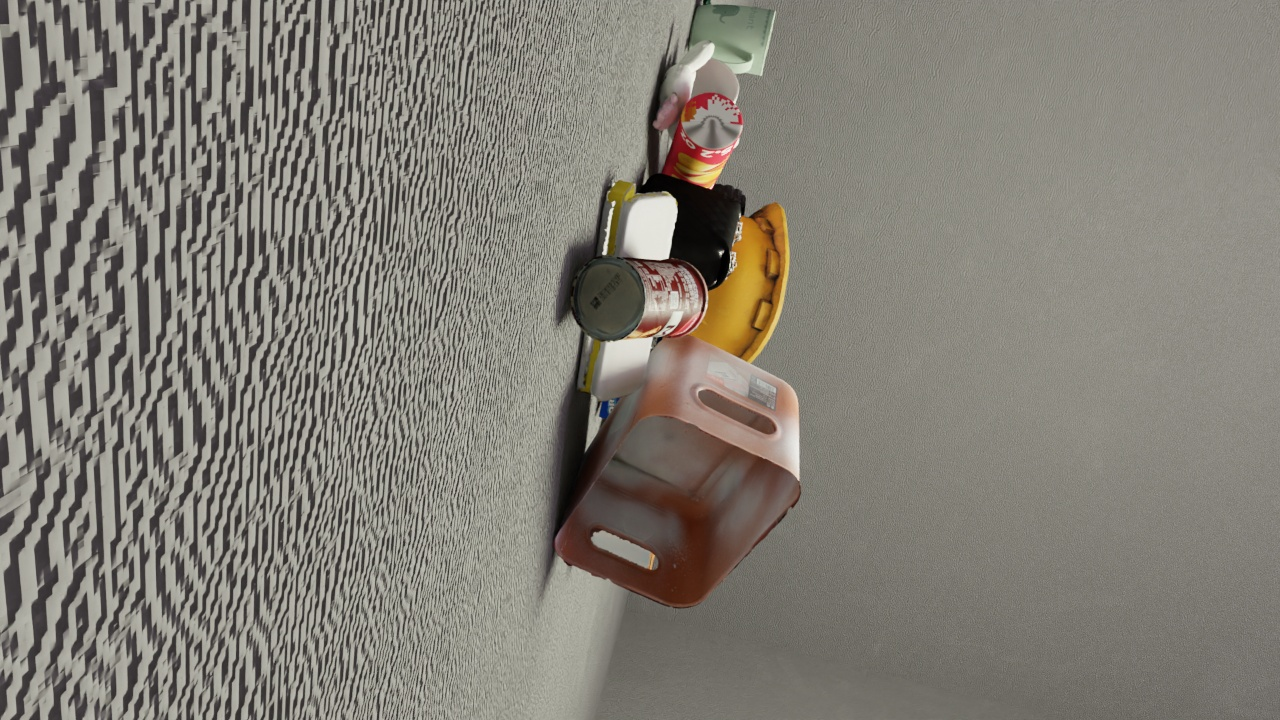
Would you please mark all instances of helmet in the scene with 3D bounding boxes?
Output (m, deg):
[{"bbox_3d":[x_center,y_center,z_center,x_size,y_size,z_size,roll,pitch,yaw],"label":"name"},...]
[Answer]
[{"bbox_3d":[0.088,-0.113,1.211,0.206,0.131,0.254,-32,-137,56],"label":"helmet"}]

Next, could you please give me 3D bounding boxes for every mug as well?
[{"bbox_3d":[0.118,-0.422,1.218,0.084,0.104,0.111,97,7,-53],"label":"mug"},{"bbox_3d":[-0.029,0.232,1.228,0.082,0.105,0.082,16,87,-86],"label":"mug"},{"bbox_3d":[0.081,-0.295,1.115,0.080,0.114,0.088,-30,164,-17],"label":"mug"}]

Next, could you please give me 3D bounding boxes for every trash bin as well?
[{"bbox_3d":[0.041,0.119,0.990,0.260,0.181,0.157,-58,-169,37],"label":"trash bin"}]

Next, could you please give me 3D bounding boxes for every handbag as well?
[{"bbox_3d":[0.046,-0.125,1.024,0.153,0.125,0.115,-71,172,-58],"label":"handbag"}]

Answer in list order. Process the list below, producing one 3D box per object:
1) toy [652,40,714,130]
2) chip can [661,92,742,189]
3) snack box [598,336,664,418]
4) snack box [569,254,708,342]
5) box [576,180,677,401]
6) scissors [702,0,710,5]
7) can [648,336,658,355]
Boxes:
[{"bbox_3d":[0.041,-0.302,1.018,0.122,0.038,0.079,-64,-177,-30],"label":"toy"},{"bbox_3d":[0.064,-0.234,1.087,0.221,0.069,0.069,121,-17,-77],"label":"chip can"},{"bbox_3d":[-0.007,0.007,1.192,0.206,0.057,0.056,-71,174,-61],"label":"snack box"},{"bbox_3d":[0.001,-0.052,0.771,0.121,0.072,0.072,-9,113,-62],"label":"snack box"},{"bbox_3d":[-0.021,-0.061,0.861,0.067,0.070,0.210,-31,138,-54],"label":"box"},{"bbox_3d":[0.082,-0.404,1.312,0.202,0.015,0.203,90,8,-50],"label":"scissors"},{"bbox_3d":[0.005,-0.066,1.129,0.054,0.054,0.137,88,15,-73],"label":"can"}]
